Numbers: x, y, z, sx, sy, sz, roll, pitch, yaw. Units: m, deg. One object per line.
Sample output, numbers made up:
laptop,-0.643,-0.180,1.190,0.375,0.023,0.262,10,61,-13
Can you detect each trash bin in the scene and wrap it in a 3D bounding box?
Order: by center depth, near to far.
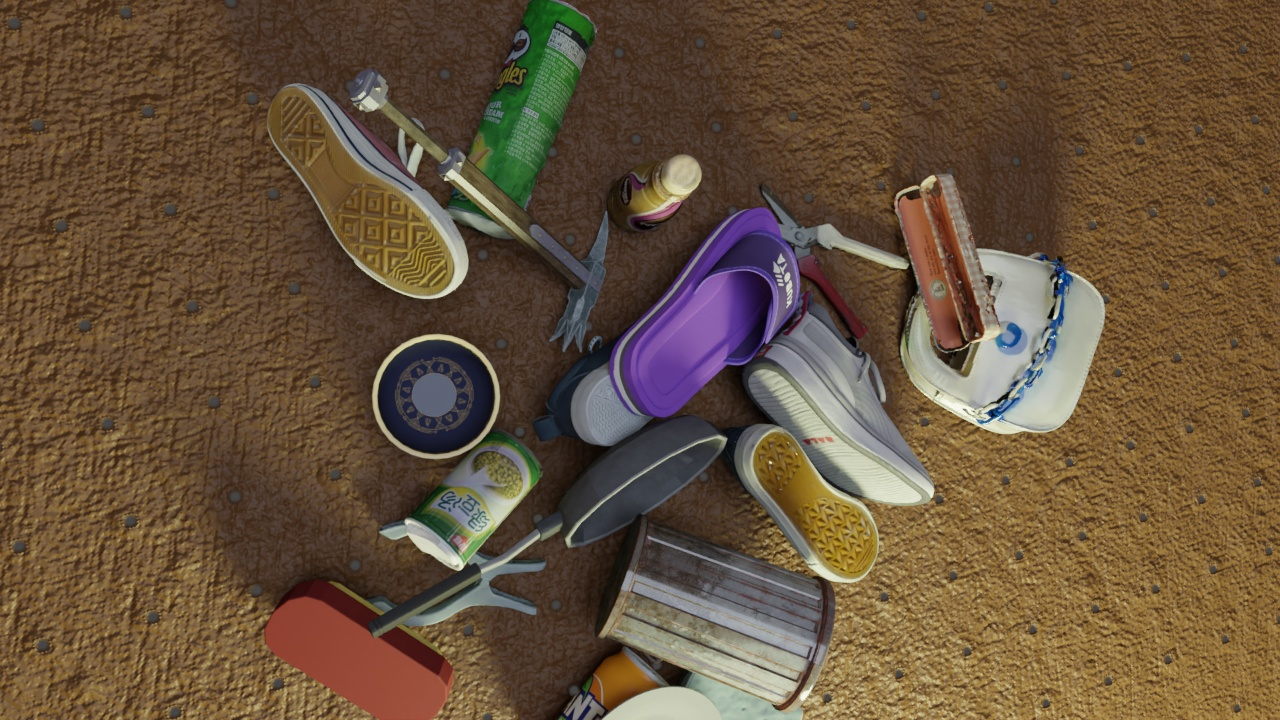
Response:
trash bin,0.077,0.240,0.872,0.211,0.131,0.130,21,84,-3

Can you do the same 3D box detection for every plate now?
plate,0.003,0.384,0.858,0.178,0.012,0.178,-8,108,-28

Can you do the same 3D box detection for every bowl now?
bowl,-0.190,0.033,0.851,0.112,0.061,0.112,0,90,-15

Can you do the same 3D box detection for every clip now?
clip,-0.172,0.178,0.874,0.171,0.029,0.141,2,91,-15

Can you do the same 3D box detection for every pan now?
pan,-0.077,0.143,0.818,0.356,0.179,0.041,-27,70,-24

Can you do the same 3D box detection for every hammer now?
hammer,-0.127,-0.143,0.795,0.316,0.028,0.146,40,61,-48

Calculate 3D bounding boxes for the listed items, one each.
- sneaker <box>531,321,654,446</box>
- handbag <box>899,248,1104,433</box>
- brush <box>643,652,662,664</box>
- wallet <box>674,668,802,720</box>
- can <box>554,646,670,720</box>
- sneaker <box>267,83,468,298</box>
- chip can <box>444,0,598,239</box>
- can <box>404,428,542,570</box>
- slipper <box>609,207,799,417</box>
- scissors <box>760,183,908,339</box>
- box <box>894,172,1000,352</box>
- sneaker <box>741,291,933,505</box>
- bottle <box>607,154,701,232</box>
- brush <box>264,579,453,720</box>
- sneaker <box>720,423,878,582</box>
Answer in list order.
sneaker,-0.005,0.005,0.890,0.234,0.088,0.089,-39,116,-37
handbag,0.389,-0.027,0.998,0.199,0.093,0.200,20,85,-5
brush,0.053,0.252,0.940,0.135,0.015,0.050,-38,98,-12
wallet,0.090,0.363,0.933,0.131,0.054,0.100,33,74,-10
can,-0.037,0.354,0.883,0.079,0.079,0.142,43,80,-11
sneaker,-0.233,-0.152,0.827,0.118,0.087,0.241,-45,80,21
chip can,-0.112,-0.224,0.867,0.075,0.075,0.223,23,84,-14
can,-0.152,0.127,0.842,0.067,0.067,0.120,47,61,-10
slipper,0.087,-0.047,0.857,0.265,0.084,0.107,-46,120,-34
scissors,0.203,-0.109,0.982,0.179,0.015,0.193,-14,93,-13
box,0.321,-0.103,0.969,0.043,0.083,0.187,-8,77,-25
sneaker,0.220,0.047,0.954,0.263,0.097,0.128,43,58,-20
bottle,0.015,-0.158,0.852,0.059,0.166,0.059,0,89,-16
brush,-0.251,0.262,0.833,0.173,0.041,0.082,38,112,-12
sneaker,0.157,0.147,0.941,0.235,0.079,0.087,46,70,-29
